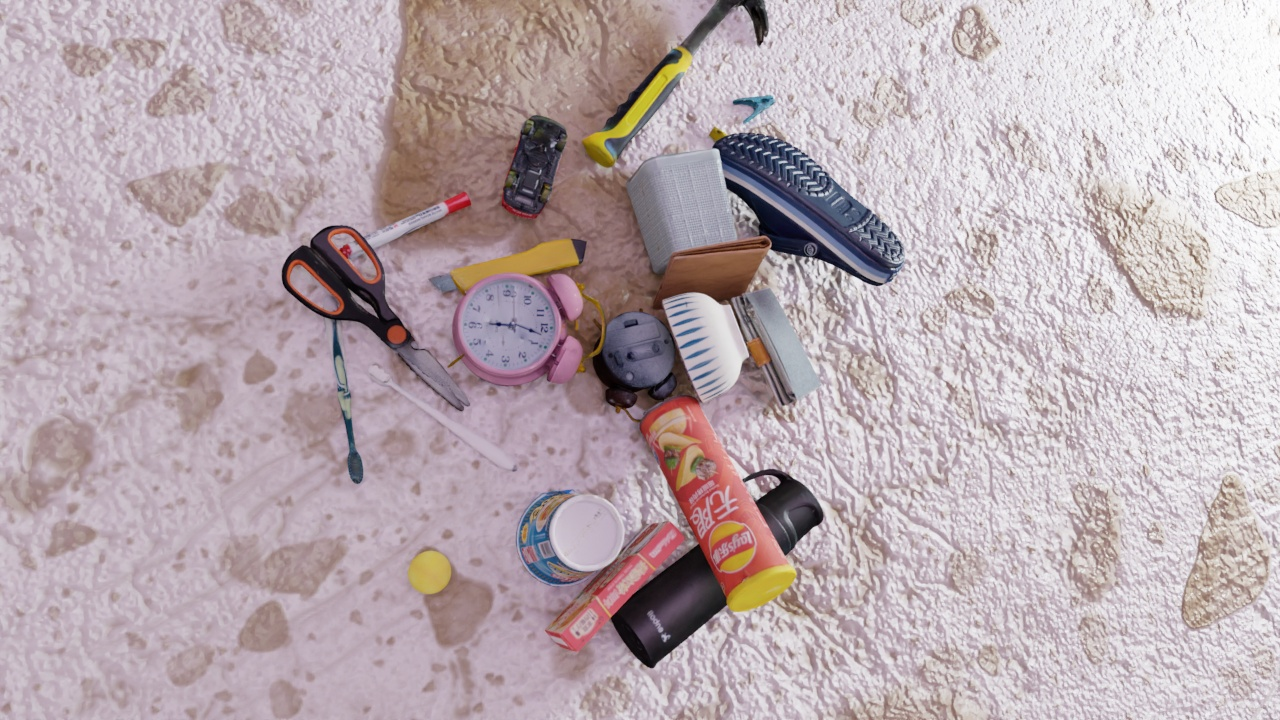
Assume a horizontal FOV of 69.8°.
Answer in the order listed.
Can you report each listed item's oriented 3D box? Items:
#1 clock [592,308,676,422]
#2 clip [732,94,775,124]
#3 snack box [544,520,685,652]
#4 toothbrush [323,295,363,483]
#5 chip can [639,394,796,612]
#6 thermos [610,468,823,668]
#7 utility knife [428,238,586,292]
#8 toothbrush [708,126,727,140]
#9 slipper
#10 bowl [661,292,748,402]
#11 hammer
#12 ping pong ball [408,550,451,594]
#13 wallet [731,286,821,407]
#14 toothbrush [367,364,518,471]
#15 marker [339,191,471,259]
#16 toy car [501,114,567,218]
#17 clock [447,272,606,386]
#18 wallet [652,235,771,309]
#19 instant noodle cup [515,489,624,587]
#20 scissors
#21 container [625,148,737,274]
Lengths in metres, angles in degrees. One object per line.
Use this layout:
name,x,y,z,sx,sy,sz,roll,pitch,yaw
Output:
clock,-0.006,0.006,0.972,0.082,0.055,0.122,-14,82,-20
clip,0.140,-0.310,1.115,0.055,0.013,0.034,-21,85,-18
snack box,-0.026,0.220,0.903,0.152,0.075,0.025,-43,92,-21
toothbrush,-0.291,0.026,0.899,0.016,0.018,0.191,-8,80,-20
chip can,0.073,0.136,0.910,0.073,0.073,0.216,-15,57,-20
thermos,0.076,0.204,0.947,0.242,0.069,0.090,-34,78,-23
utility knife,-0.138,-0.100,0.978,0.176,0.015,0.033,-16,76,-18
toothbrush,0.164,-0.223,1.099,0.190,0.017,0.015,33,70,-7
slipper,0.184,-0.166,1.053,0.253,0.095,0.104,36,38,6
bowl,0.073,-0.020,0.961,0.066,0.116,0.116,-22,83,6
hammer,0.043,-0.348,1.084,0.126,0.032,0.322,37,69,-5
ping pong ball,-0.200,0.202,0.873,0.040,0.040,0.040,4,76,-16
wallet,0.146,-0.015,1.013,0.106,0.037,0.129,-18,81,-61
toothbrush,-0.197,0.059,0.921,0.180,0.016,0.016,36,72,-6
marker,-0.243,-0.140,0.954,0.145,0.017,0.017,-30,87,-21
toy car,-0.117,-0.209,0.994,0.053,0.045,0.120,21,69,-14
clock,-0.114,-0.033,0.930,0.158,0.060,0.117,2,85,-8
wallet,0.075,-0.093,0.997,0.115,0.101,0.020,-10,64,-19
instant noodle cup,-0.064,0.169,0.885,0.099,0.110,0.099,4,76,-16
scissors,-0.265,-0.025,0.915,0.139,0.022,0.235,-23,92,-21
container,0.047,-0.161,1.012,0.090,0.090,0.111,-12,85,-19
